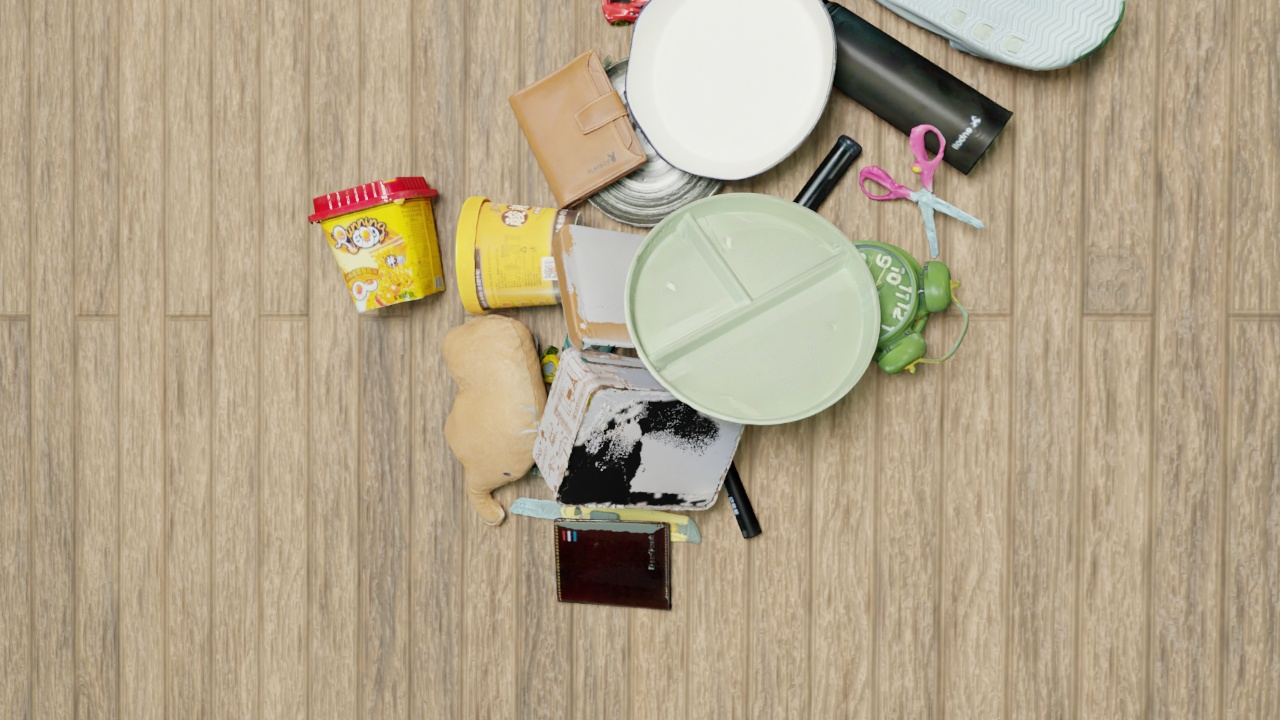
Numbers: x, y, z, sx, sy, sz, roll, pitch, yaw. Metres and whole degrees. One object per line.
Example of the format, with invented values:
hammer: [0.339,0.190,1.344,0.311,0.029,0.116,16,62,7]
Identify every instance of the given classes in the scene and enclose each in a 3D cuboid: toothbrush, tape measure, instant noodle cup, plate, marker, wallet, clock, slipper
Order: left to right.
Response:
instant noodle cup: [-0.268,-0.121,0.966,0.116,0.116,0.124,-12,100,11]
instant noodle cup: [-0.117,-0.105,0.930,0.114,0.118,0.118,2,91,5]
wallet: [-0.058,-0.238,0.934,0.119,0.035,0.130,-27,85,18]
tape measure: [-0.051,-0.026,0.958,0.054,0.025,0.058,19,94,11]
wallet: [-0.029,0.211,0.956,0.122,0.020,0.096,1,102,10]
plate: [0.013,-0.226,0.944,0.179,0.024,0.179,0,91,14]
marker: [0.092,0.117,0.934,0.022,0.020,0.132,-20,85,-4]
plate: [0.086,-0.276,0.872,0.205,0.045,0.205,5,101,23]
plate: [0.099,-0.048,0.823,0.230,0.027,0.229,1,68,-3]
toothbrush: [0.145,-0.131,0.916,0.027,0.026,0.213,37,98,-4]
clock: [0.228,-0.053,0.867,0.161,0.056,0.116,27,96,24]
slipper: [0.317,-0.336,0.856,0.245,0.074,0.104,32,98,26]

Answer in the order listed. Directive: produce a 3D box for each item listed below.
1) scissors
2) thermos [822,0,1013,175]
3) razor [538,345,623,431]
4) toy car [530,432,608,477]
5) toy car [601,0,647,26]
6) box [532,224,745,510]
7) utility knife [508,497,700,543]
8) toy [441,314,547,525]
scissors: [0.263,-0.159,0.876,0.132,0.017,0.133,5,123,41]
thermos: [0.227,-0.265,0.883,0.242,0.068,0.090,37,128,11]
razor: [-0.055,0.038,0.962,0.132,0.028,0.043,36,94,7]
toy car: [-0.061,0.101,0.958,0.121,0.036,0.054,7,92,20]
toy car: [0.012,-0.376,0.939,0.106,0.031,0.049,-3,91,10]
box: [0.003,0.007,0.863,0.179,0.133,0.271,6,86,-29]
utility knife: [-0.038,0.165,0.967,0.208,0.021,0.031,6,87,16]
toy: [-0.151,0.065,0.950,0.144,0.082,0.226,0,93,48]
